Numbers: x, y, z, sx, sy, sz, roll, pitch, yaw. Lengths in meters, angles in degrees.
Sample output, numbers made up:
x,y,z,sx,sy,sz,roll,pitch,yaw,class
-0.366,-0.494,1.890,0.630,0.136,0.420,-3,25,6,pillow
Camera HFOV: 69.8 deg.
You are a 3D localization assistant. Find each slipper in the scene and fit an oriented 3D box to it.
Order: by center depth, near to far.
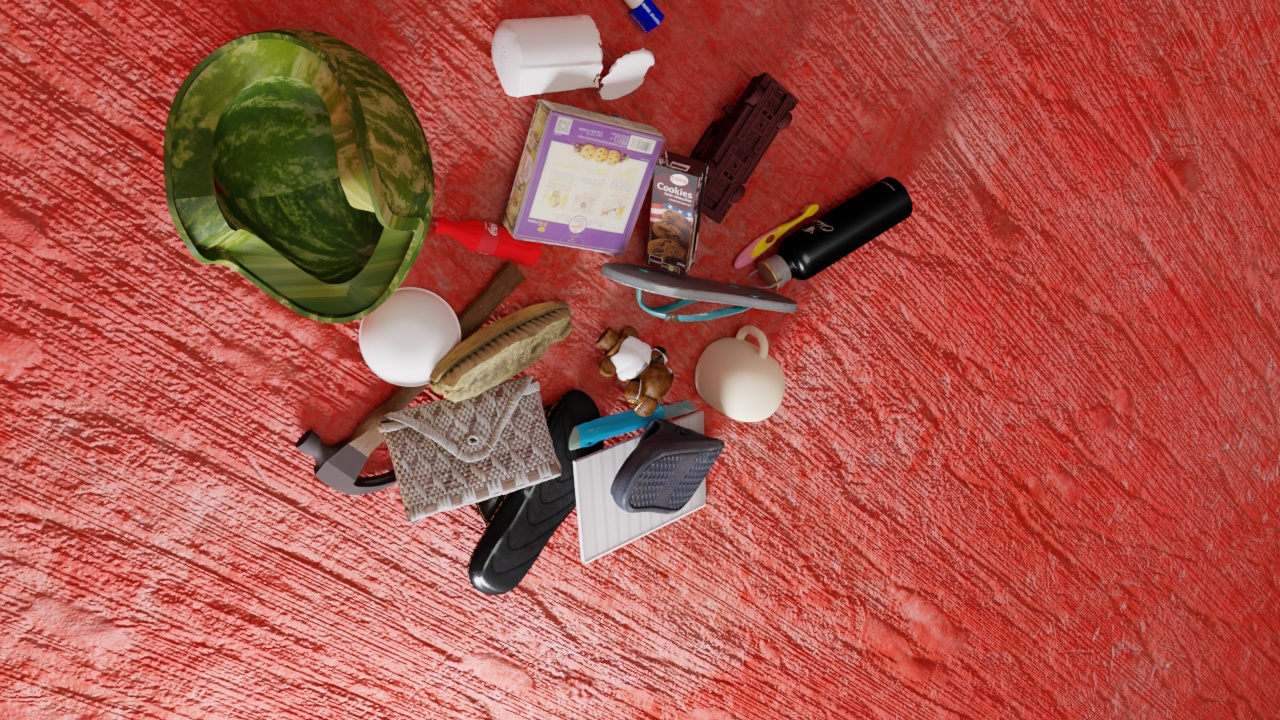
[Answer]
x,y,z,sx,sy,sz,roll,pitch,yaw,class
0.076,-0.070,1.115,0.268,0.098,0.055,6,104,-27,slipper
0.018,0.126,1.118,0.111,0.083,0.267,-60,158,9,slipper
-0.134,0.156,1.121,0.113,0.076,0.267,38,76,-39,slipper

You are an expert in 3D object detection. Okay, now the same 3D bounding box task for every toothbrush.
x,y,z,sx,sy,sz,roll,pitch,yaw,class
0.172,-0.160,1.174,0.135,0.016,0.021,-37,121,-5,toothbrush

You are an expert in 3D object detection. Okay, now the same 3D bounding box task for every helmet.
x,y,z,sx,sy,sz,roll,pitch,yaw,class
-0.297,-0.170,0.834,0.213,0.247,0.243,-11,72,-2,helmet

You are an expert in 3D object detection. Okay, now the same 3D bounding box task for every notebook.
x,y,z,sx,sy,sz,roll,pitch,yaw,class
0.005,0.161,1.182,0.209,0.009,0.143,-19,116,-36,notebook

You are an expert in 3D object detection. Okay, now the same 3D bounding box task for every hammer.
x,y,z,sx,sy,sz,roll,pitch,yaw,class
-0.246,0.018,1.043,0.323,0.033,0.115,-49,118,-2,hammer

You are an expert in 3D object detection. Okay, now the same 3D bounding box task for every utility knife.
x,y,z,sx,sy,sz,roll,pitch,yaw,class
-0.008,0.077,1.153,0.205,0.015,0.031,-11,95,-36,utility knife

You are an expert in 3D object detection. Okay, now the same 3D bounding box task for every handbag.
x,y,z,sx,sy,sz,roll,pitch,yaw,class
-0.189,0.097,1.033,0.185,0.047,0.124,-16,96,-16,handbag

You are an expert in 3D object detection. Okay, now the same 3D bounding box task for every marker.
x,y,z,sx,sy,sz,roll,pitch,yaw,class
-0.027,-0.413,0.989,0.027,0.023,0.133,-38,121,17,marker

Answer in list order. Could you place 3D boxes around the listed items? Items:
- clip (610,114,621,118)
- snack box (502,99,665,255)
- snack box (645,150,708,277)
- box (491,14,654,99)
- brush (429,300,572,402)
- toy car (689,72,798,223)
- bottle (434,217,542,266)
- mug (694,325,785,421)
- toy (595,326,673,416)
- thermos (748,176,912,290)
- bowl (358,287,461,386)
x,y,z,sx,sy,sz,roll,pitch,yaw,class
-0.073,-0.241,1.029,0.127,0.028,0.114,-32,116,-10,clip
-0.062,-0.197,1.010,0.143,0.040,0.148,5,119,-32,snack box
0.041,-0.166,1.055,0.141,0.051,0.031,95,21,-45,snack box
-0.068,-0.319,0.970,0.165,0.092,0.083,-14,152,-21,box
-0.151,-0.013,1.037,0.194,0.043,0.059,-32,146,-32,brush
0.110,-0.252,1.085,0.070,0.062,0.170,31,94,-30,toy car
-0.169,-0.135,1.017,0.119,0.036,0.036,13,102,-27,bottle
0.136,0.018,1.171,0.096,0.100,0.120,8,105,-26,mug
-0.007,0.007,1.129,0.112,0.067,0.087,39,60,-11,toy
0.239,-0.154,1.177,0.231,0.061,0.061,-31,118,-11,thermos
-0.251,-0.026,0.996,0.110,0.040,0.110,0,91,-9,bowl
